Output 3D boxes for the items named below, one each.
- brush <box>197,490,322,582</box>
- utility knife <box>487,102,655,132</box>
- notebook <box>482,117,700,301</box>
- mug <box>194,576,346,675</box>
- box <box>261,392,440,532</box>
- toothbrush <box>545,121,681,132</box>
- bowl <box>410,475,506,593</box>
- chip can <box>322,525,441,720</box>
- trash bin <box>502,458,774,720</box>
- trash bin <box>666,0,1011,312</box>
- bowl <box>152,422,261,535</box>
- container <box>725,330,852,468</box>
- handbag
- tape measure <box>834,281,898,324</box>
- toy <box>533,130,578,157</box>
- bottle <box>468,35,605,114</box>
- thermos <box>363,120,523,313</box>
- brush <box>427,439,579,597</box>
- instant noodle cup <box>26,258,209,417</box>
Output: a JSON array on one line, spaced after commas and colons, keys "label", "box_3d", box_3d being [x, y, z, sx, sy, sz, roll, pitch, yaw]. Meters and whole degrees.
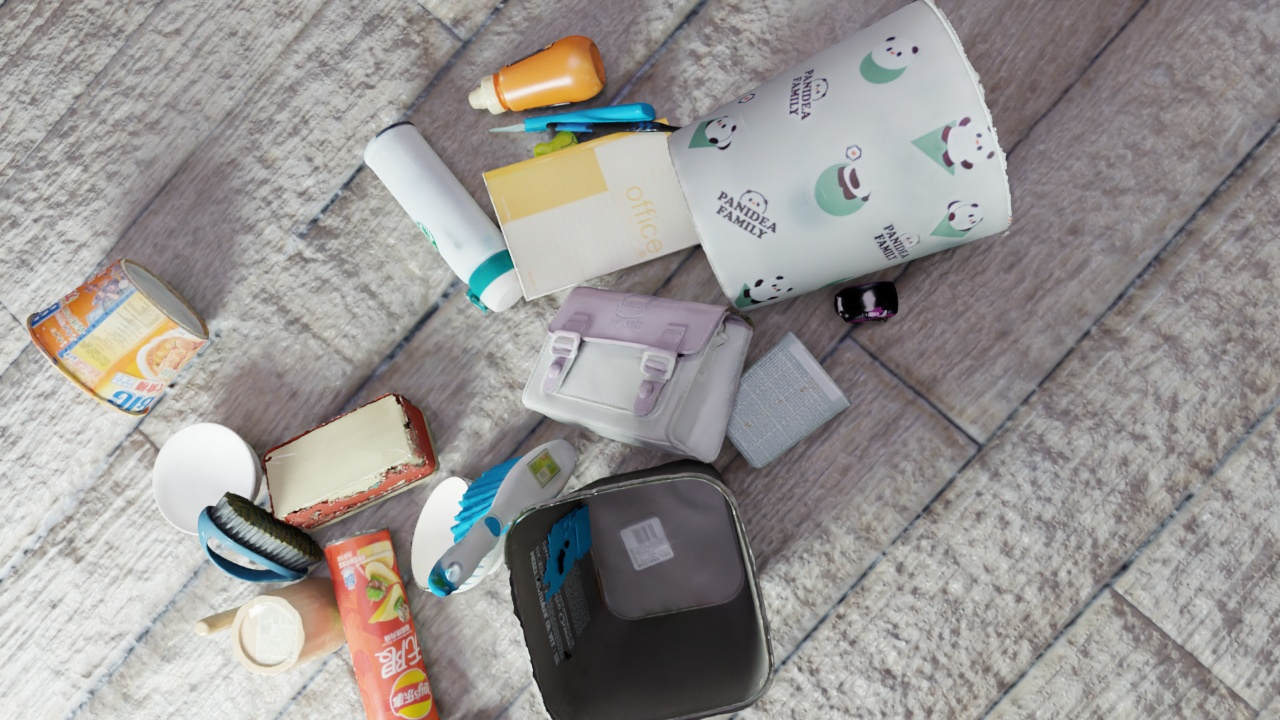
[{"label": "brush", "box_3d": [-0.398, 0.191, 0.944, 0.073, 0.144, 0.055, -42, 49, -3]}, {"label": "utility knife", "box_3d": [-0.078, -0.257, 0.986, 0.186, 0.034, 0.018, -4, 94, 11]}, {"label": "notebook", "box_3d": [-0.044, -0.159, 0.955, 0.206, 0.010, 0.146, -19, 82, -9]}, {"label": "mug", "box_3d": [-0.376, 0.271, 0.947, 0.125, 0.103, 0.084, 4, 85, 9]}, {"label": "box", "box_3d": [-0.305, 0.106, 0.954, 0.168, 0.077, 0.091, -25, 65, 5]}, {"label": "toothbrush", "box_3d": [-0.004, -0.246, 0.962, 0.189, 0.016, 0.014, 0, 68, -4]}, {"label": "bowl", "box_3d": [-0.177, 0.181, 0.932, 0.066, 0.116, 0.116, 24, 88, -34]}, {"label": "chip can", "box_3d": [-0.266, 0.284, 0.945, 0.073, 0.073, 0.216, -18, 81, 7]}, {"label": "trash bin", "box_3d": [0.007, 0.189, 0.825, 0.199, 0.219, 0.199, -13, 92, 7]}, {"label": "trash bin", "box_3d": [0.174, -0.174, 0.848, 0.252, 0.229, 0.229, -21, 82, 12]}, {"label": "bowl", "box_3d": [-0.454, 0.126, 0.992, 0.118, 0.064, 0.118, -1, 85, 9]}, {"label": "container", "box_3d": [0.133, 0.042, 0.896, 0.111, 0.090, 0.090, -39, 80, 7]}, {"label": "handbag", "box_3d": [-0.005, 0.005, 0.883, 0.197, 0.098, 0.144, 11, 74, 39]}, {"label": "tape measure", "box_3d": [0.224, -0.055, 0.905, 0.058, 0.057, 0.039, -9, 88, 23]}, {"label": "toy", "box_3d": [-0.084, -0.191, 0.980, 0.097, 0.031, 0.100, 35, 86, 10]}, {"label": "bottle", "box_3d": [-0.115, -0.298, 0.983, 0.150, 0.066, 0.066, -12, 83, 15]}, {"label": "thermos", "box_3d": [-0.204, -0.149, 0.977, 0.073, 0.073, 0.224, -40, 81, 3]}, {"label": "brush", "box_3d": [-0.131, 0.138, 0.808, 0.110, 0.313, 0.060, -32, 94, 26]}, {"label": "instant noodle cup", "box_3d": [-0.551, -0.031, 0.987, 0.111, 0.151, 0.151, -43, 80, -6]}]
